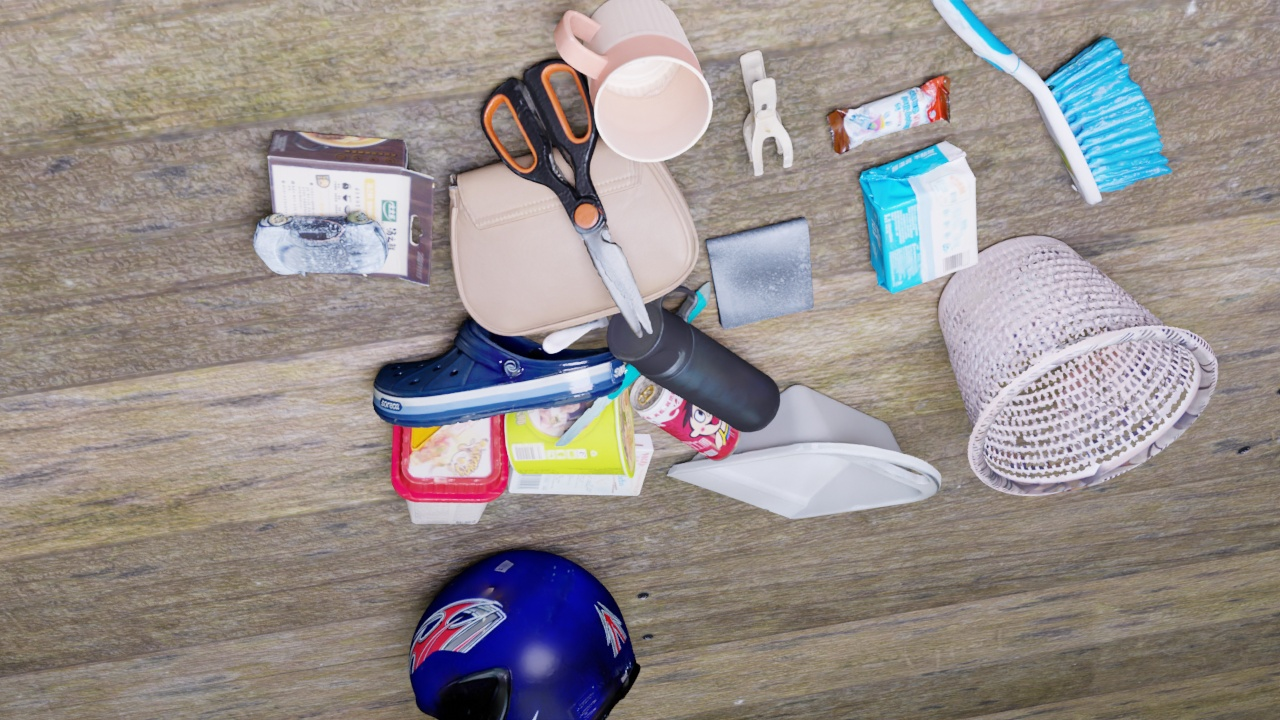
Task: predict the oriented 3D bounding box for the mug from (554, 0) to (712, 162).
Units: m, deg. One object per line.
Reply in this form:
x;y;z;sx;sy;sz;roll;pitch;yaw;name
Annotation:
-0.011;-0.214;0.667;0.114;0.105;0.082;20;128;-29;mug

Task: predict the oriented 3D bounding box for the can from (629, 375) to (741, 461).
0.050;0.061;1.001;0.053;0.053;0.132;-36;131;24;can

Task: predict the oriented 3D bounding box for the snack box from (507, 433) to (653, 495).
-0.070;0.119;1.055;0.156;0.026;0.085;3;134;-15;snack box

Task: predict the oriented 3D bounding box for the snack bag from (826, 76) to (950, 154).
0.212;-0.208;0.779;0.105;0.026;0.045;-16;139;8;snack bag

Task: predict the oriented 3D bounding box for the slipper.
-0.141;0.006;0.862;0.253;0.105;0.095;-6;96;12;slipper

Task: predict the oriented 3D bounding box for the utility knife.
-0.005;0.005;0.896;0.219;0.013;0.029;-46;145;-6;utility knife

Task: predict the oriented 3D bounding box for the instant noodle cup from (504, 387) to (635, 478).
-0.074;0.073;0.958;0.123;0.111;0.112;-6;137;7;instant noodle cup

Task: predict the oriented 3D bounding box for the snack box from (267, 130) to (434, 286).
-0.234;-0.122;0.753;0.125;0.053;0.113;2;135;-14;snack box

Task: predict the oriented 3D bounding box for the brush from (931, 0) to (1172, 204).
0.343;-0.235;0.764;0.110;0.060;0.314;-30;131;23;brush

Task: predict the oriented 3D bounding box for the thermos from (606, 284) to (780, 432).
0.065;0.000;0.894;0.090;0.068;0.242;-54;144;4;thermos

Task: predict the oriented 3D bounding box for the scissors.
-0.058;-0.116;0.709;0.139;0.235;0.021;-5;180;14;scissors

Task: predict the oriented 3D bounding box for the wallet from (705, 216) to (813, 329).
0.118;-0.083;0.896;0.097;0.019;0.121;-12;138;4;wallet

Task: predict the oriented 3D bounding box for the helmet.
-0.169;0.376;1.142;0.240;0.246;0.316;47;112;1;helmet

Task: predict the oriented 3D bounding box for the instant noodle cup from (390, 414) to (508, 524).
-0.203;0.114;0.969;0.116;0.116;0.124;3;146;-14;instant noodle cup

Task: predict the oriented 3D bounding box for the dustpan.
0.202;0.140;1.055;0.222;0.142;0.258;23;125;-31;dustpan

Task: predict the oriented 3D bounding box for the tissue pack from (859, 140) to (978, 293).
0.254;-0.129;0.842;0.090;0.063;0.140;-19;137;6;tissue pack

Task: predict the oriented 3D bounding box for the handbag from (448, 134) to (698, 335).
-0.058;-0.108;0.773;0.204;0.099;0.148;-14;110;3;handbag

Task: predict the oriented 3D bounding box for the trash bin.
0.399;-0.009;0.901;0.227;0.191;0.228;-6;136;-6;trash bin

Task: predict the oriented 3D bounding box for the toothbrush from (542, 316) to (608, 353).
-0.059;-0.025;0.829;0.016;0.179;0.016;-21;94;15;toothbrush

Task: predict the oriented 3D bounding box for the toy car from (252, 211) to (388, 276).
-0.255;-0.090;0.730;0.105;0.031;0.049;-1;133;-2;toy car

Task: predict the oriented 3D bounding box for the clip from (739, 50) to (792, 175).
0.100;-0.201;0.755;0.035;0.074;0.100;-16;140;6;clip
